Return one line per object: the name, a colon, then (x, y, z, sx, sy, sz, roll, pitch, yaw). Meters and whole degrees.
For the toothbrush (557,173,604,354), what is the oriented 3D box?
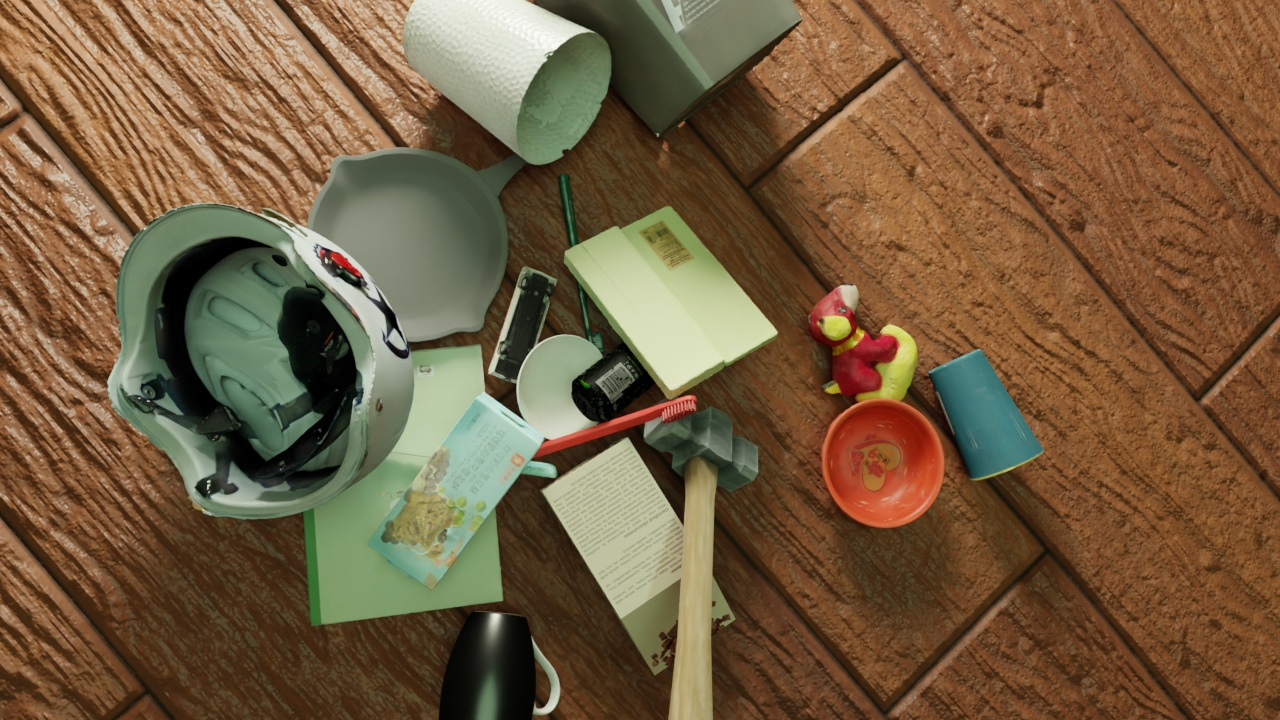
toothbrush: (-0.060, -0.097, 0.931, 0.017, 0.016, 0.189, -10, 85, -7)

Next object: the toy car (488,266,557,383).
toy car: (-0.119, -0.034, 0.905, 0.039, 0.039, 0.113, 21, 79, -30)

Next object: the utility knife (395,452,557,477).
utility knife: (-0.167, 0.095, 0.880, 0.177, 0.022, 0.015, 9, 80, -3)

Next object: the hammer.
hammer: (0.050, 0.181, 0.805, 0.117, 0.051, 0.322, 32, 43, -28)

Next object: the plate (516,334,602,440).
plate: (-0.079, 0.026, 0.899, 0.104, 0.026, 0.104, -3, 95, -34)

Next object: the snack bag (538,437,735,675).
snack bag: (-0.002, 0.187, 0.881, 0.094, 0.070, 0.206, -32, 89, -11)

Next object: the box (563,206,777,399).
box: (0.029, -0.064, 0.897, 0.137, 0.024, 0.187, -26, 66, -23)

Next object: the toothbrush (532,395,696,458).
toothbrush: (-0.045, 0.072, 0.864, 0.213, 0.012, 0.017, -19, 46, 19)

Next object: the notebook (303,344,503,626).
notebook: (-0.234, 0.117, 0.885, 0.182, 0.010, 0.252, -5, 84, -9)

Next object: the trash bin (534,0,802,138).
trash bin: (0.019, -0.360, 0.892, 0.197, 0.197, 0.220, -39, 97, -10)

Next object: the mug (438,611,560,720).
mug: (-0.124, 0.290, 0.854, 0.118, 0.085, 0.100, 20, 66, -36)

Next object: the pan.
pan: (-0.181, -0.152, 0.915, 0.354, 0.024, 0.216, -40, 91, -10)

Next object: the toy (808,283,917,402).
toy: (0.224, -0.007, 0.947, 0.137, 0.067, 0.105, 44, 82, -14)

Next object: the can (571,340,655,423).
can: (-0.005, 0.005, 0.896, 0.137, 0.054, 0.054, -39, 90, -25)

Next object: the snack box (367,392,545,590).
snack box: (-0.167, 0.119, 0.845, 0.075, 0.053, 0.175, 37, 93, -4)

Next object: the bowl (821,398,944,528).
bowl: (0.240, 0.105, 0.939, 0.130, 0.045, 0.130, 1, 84, -9)

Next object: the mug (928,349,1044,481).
mug: (0.351, 0.054, 0.950, 0.078, 0.078, 0.121, -24, 82, -10)

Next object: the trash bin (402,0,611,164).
trash bin: (-0.131, -0.284, 0.871, 0.161, 0.133, 0.133, 35, 79, 18)

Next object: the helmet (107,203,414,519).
helmet: (-0.310, -0.008, 0.796, 0.237, 0.163, 0.264, -33, 92, 16)
